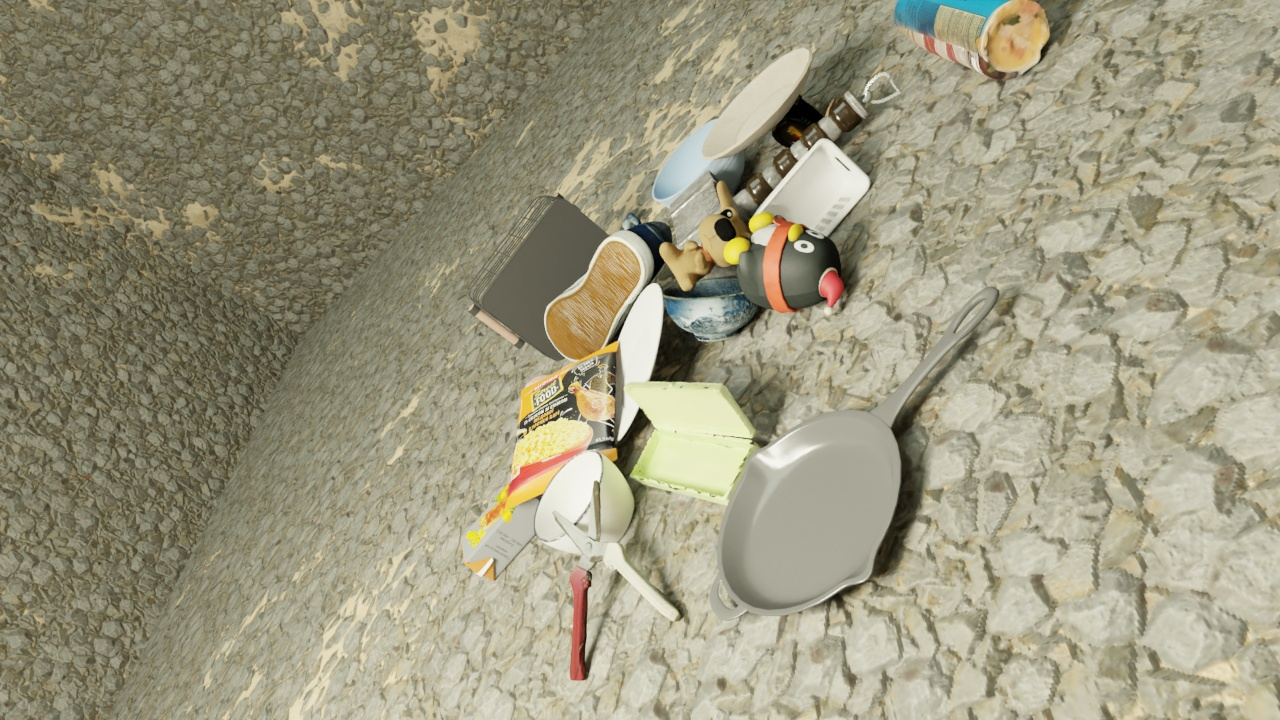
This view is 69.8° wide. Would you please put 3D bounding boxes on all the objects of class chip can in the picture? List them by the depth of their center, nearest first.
[{"bbox_3d":[0.357,-0.369,1.011,0.080,0.080,0.229,-45,25,14],"label":"chip can"}]

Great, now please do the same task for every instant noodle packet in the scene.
[{"bbox_3d":[-0.097,0.077,1.161,0.160,0.032,0.220,-26,35,20],"label":"instant noodle packet"}]

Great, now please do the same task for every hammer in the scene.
[{"bbox_3d":[0.177,-0.237,1.139,0.327,0.079,0.176,-40,27,21],"label":"hammer"}]

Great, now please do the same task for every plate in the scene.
[{"bbox_3d":[-0.007,0.007,1.132,0.209,0.015,0.208,-164,91,-76],"label":"plate"},{"bbox_3d":[0.155,-0.323,1.184,0.189,0.027,0.188,-42,21,20],"label":"plate"}]

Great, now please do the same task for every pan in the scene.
[{"bbox_3d":[0.183,0.081,0.769,0.354,0.024,0.216,-51,25,4],"label":"pan"}]

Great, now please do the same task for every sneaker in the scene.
[{"bbox_3d":[-0.040,-0.104,1.286,0.127,0.120,0.296,-38,-5,-40],"label":"sneaker"}]

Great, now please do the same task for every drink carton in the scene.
[{"bbox_3d":[-0.170,0.210,1.168,0.125,0.048,0.076,-49,25,7],"label":"drink carton"}]

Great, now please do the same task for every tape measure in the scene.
[{"bbox_3d":[0.206,-0.311,1.208,0.063,0.067,0.038,-32,31,54],"label":"tape measure"}]

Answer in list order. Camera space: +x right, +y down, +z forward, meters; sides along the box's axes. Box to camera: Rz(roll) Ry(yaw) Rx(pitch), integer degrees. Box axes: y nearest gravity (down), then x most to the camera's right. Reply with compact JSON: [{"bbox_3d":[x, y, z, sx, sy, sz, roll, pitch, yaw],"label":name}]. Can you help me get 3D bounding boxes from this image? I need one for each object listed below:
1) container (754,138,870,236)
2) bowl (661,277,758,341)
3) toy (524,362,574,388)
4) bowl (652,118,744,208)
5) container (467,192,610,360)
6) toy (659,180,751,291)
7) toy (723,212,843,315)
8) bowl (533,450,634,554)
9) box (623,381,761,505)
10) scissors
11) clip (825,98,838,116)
[{"bbox_3d":[0.189,-0.182,1.051,0.129,0.080,0.049,-49,14,6],"label":"container"},{"bbox_3d":[0.084,-0.056,1.059,0.114,0.061,0.114,-5,14,1],"label":"bowl"},{"bbox_3d":[-0.122,0.046,1.308,0.105,0.053,0.108,-34,28,11],"label":"toy"},{"bbox_3d":[0.095,-0.265,1.318,0.151,0.074,0.150,-39,28,25],"label":"bowl"},{"bbox_3d":[-0.146,-0.133,1.446,0.241,0.163,0.130,-53,25,-3],"label":"container"},{"bbox_3d":[0.082,-0.127,1.044,0.108,0.134,0.105,-32,-10,4],"label":"toy"},{"bbox_3d":[0.162,-0.098,0.965,0.119,0.100,0.097,8,40,36],"label":"toy"},{"bbox_3d":[-0.058,0.164,1.019,0.117,0.065,0.116,-39,28,25],"label":"bowl"},{"bbox_3d":[0.052,0.080,0.955,0.188,0.064,0.130,-3,95,60],"label":"box"},{"bbox_3d":[-0.030,0.216,0.900,0.180,0.015,0.198,-5,73,40],"label":"scissors"},{"bbox_3d":[0.255,-0.309,1.170,0.041,0.024,0.060,-2,64,61],"label":"clip"}]
